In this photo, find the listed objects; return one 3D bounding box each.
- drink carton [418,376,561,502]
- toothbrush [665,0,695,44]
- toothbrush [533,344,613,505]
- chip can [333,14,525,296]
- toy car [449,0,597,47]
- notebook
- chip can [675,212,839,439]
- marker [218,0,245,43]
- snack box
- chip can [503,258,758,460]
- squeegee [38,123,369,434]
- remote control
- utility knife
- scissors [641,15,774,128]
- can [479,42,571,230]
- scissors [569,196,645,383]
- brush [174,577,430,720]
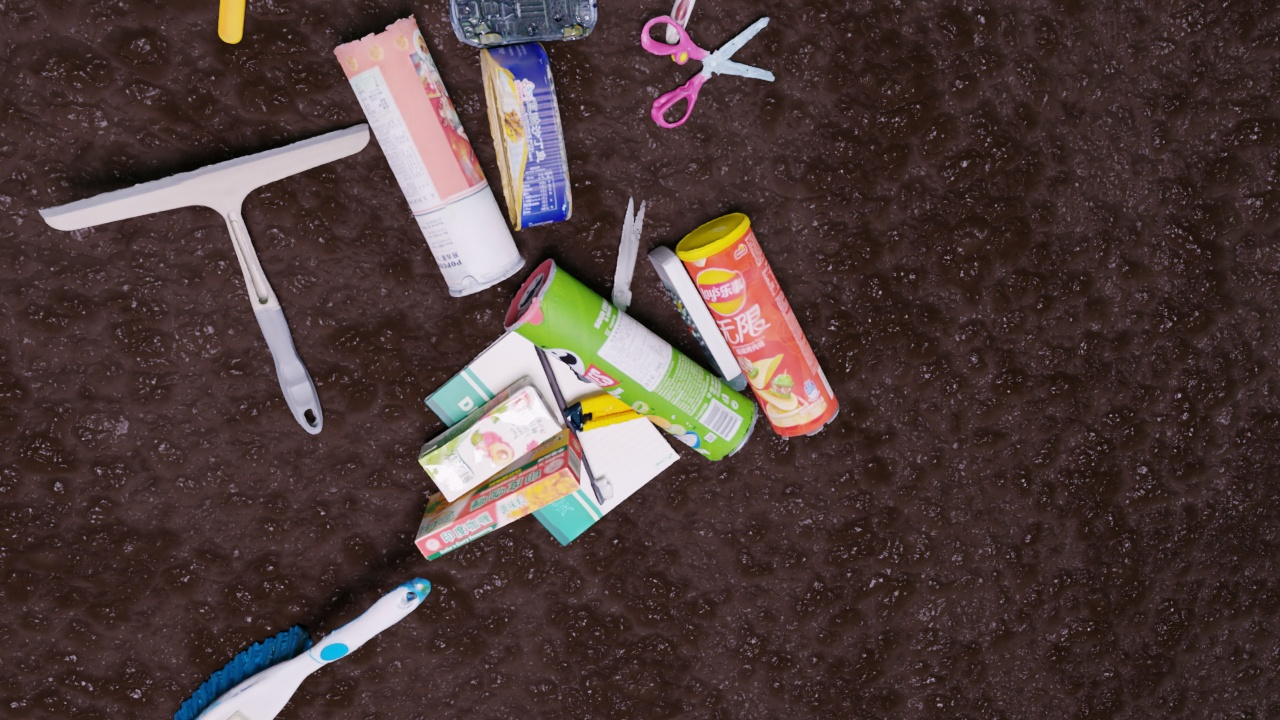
[{"bbox_3d":[-0.137,0.071,0.835,0.122,0.045,0.053,-33,107,1],"label":"drink carton"},{"bbox_3d":[0.059,-0.353,0.757,0.016,0.017,0.188,17,112,-12],"label":"toothbrush"},{"bbox_3d":[-0.063,0.060,0.863,0.018,0.015,0.181,-26,112,-9],"label":"toothbrush"},{"bbox_3d":[-0.170,-0.163,0.752,0.071,0.071,0.215,-25,111,-4],"label":"chip can"},{"bbox_3d":[-0.095,-0.286,0.748,0.120,0.037,0.054,-12,103,-19],"label":"toy car"},{"bbox_3d":[-0.080,0.065,0.877,0.150,0.012,0.209,-39,112,2],"label":"notebook"},{"bbox_3d":[0.113,-0.030,0.858,0.073,0.073,0.216,-32,112,-1],"label":"chip can"},{"bbox_3d":[-0.311,-0.308,0.705,0.018,0.015,0.124,6,103,-16],"label":"marker"},{"bbox_3d":[-0.127,0.121,0.834,0.156,0.077,0.027,-27,112,8],"label":"snack box"},{"bbox_3d":[-0.005,0.005,0.814,0.236,0.072,0.072,34,97,-20],"label":"chip can"},{"bbox_3d":[-0.316,-0.049,0.775,0.246,0.039,0.247,-23,118,-23],"label":"squeegee"},{"bbox_3d":[0.049,-0.044,0.847,0.019,0.056,0.135,-33,112,-3],"label":"remote control"},{"bbox_3d":[0.021,0.036,0.874,0.196,0.015,0.033,-12,112,-19],"label":"utility knife"},{"bbox_3d":[0.057,-0.252,0.802,0.133,0.017,0.124,6,115,-23],"label":"scissors"},{"bbox_3d":[-0.094,-0.185,0.761,0.049,0.074,0.148,-13,110,-12],"label":"can"},{"bbox_3d":[-0.011,-0.058,0.848,0.173,0.014,0.141,-47,111,-5],"label":"scissors"},{"bbox_3d":[-0.313,0.276,0.841,0.314,0.109,0.060,-39,109,2],"label":"brush"}]
